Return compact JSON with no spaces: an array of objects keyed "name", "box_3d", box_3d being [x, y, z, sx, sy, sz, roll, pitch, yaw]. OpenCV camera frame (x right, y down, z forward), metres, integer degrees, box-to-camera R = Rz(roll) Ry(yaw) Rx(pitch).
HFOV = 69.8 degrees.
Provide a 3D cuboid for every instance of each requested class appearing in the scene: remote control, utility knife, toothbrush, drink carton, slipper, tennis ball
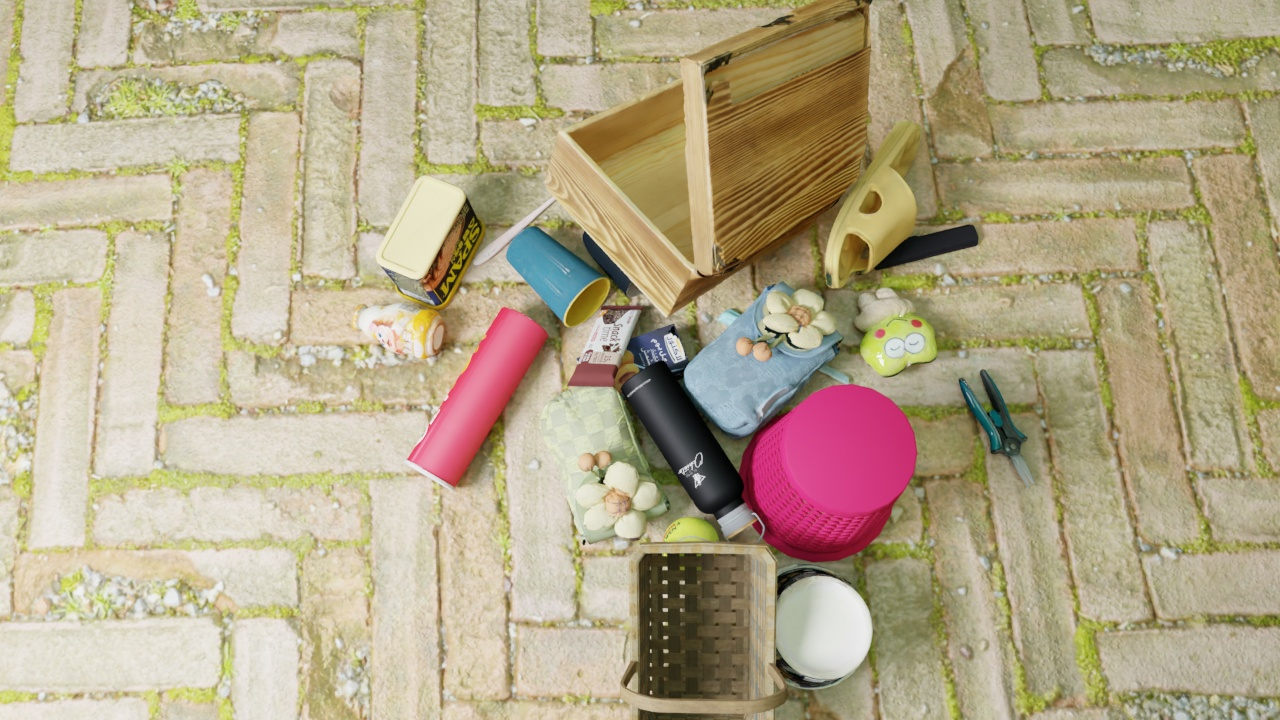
[{"name":"remote control","box_3d":[0.359,-0.146,1.160,0.136,0.015,0.032,-14,74,-1]},{"name":"utility knife","box_3d":[0.177,-0.017,1.131,0.179,0.016,0.022,29,78,12]},{"name":"toothbrush","box_3d":[-0.148,-0.184,1.193,0.181,0.018,0.015,-42,76,-8]},{"name":"drink carton","box_3d":[-0.007,0.007,1.120,0.130,0.040,0.064,-20,75,-3]},{"name":"slipper","box_3d":[0.301,-0.185,1.120,0.078,0.100,0.262,22,65,20]},{"name":"tennis ball","box_3d":[0.058,0.211,1.046,0.065,0.065,0.065,-1,74,2]}]

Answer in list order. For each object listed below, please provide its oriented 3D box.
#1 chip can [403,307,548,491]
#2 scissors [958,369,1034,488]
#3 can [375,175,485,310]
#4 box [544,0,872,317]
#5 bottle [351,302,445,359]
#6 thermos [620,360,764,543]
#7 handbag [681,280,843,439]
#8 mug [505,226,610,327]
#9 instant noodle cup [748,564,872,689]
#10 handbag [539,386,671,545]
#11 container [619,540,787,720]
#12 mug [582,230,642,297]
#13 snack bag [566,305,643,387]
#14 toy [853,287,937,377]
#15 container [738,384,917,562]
[{"name":"chip can","box_3d":[-0.195,0.044,1.103,0.069,0.069,0.220,28,77,10]},{"name":"scissors","box_3d":[0.421,0.079,1.090,0.140,0.019,0.128,24,70,2]},{"name":"can","box_3d":[-0.260,-0.147,1.142,0.075,0.104,0.135,23,76,8]},{"name":"box","box_3d":[0.112,-0.245,1.008,0.278,0.316,0.282,-33,76,-34]},{"name":"bottle","box_3d":[-0.300,-0.041,1.135,0.108,0.063,0.063,13,75,7]},{"name":"thermos","box_3d":[0.064,0.111,1.044,0.061,0.061,0.231,-32,80,-7]},{"name":"handbag","box_3d":[0.142,-0.006,1.068,0.191,0.119,0.122,-41,79,-10]},{"name":"mug","box_3d":[-0.107,-0.109,1.144,0.121,0.078,0.078,42,80,18]},{"name":"instant noodle cup","box_3d":[0.190,0.288,0.993,0.137,0.112,0.137,-1,75,2]},{"name":"handbag","box_3d":[-0.046,0.119,1.042,0.113,0.117,0.186,-23,90,-2]},{"name":"container","box_3d":[0.062,0.307,0.924,0.157,0.186,0.250,0,94,2]},{"name":"mug","box_3d":[-0.002,-0.149,1.150,0.121,0.085,0.094,-31,73,-35]},{"name":"snack bag","box_3d":[-0.040,-0.020,1.097,0.057,0.013,0.157,2,39,16]},{"name":"toy","box_3d":[0.305,-0.038,1.118,0.092,0.046,0.115,-20,66,0]},{"name":"container","box_3d":[0.205,0.114,0.983,0.183,0.226,0.183,-1,74,2]}]
